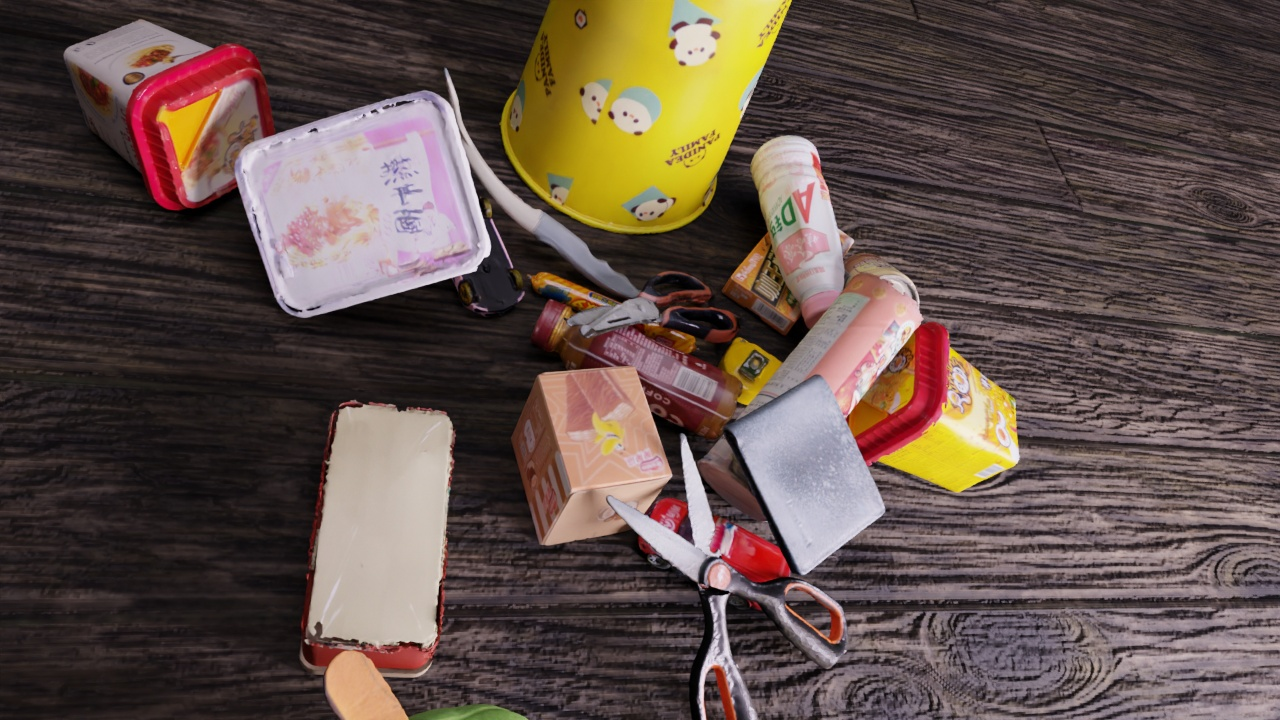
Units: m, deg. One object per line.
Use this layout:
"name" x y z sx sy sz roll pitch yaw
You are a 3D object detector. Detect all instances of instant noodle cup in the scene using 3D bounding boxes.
"instant noodle cup" -0.373 -0.200 0.726 0.124 0.117 0.116 30 50 16
"instant noodle cup" 0.256 0.048 0.803 0.123 0.116 0.116 28 50 -16
"instant noodle cup" -0.206 -0.118 0.706 0.173 0.060 0.138 -15 97 6

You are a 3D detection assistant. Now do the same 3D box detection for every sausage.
"sausage" -0.023 -0.041 0.804 0.165 0.022 0.021 22 51 -5

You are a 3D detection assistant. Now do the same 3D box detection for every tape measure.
"tape measure" 0.098 0.010 0.812 0.060 0.029 0.057 33 52 3

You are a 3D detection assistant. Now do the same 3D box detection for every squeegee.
"squeegee" -0.091 -0.130 0.797 0.039 0.246 0.246 -45 105 -1

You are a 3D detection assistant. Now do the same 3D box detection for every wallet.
"wallet" 0.122 0.082 0.673 0.097 0.019 0.121 -27 92 -29

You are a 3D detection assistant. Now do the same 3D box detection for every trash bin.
"trash bin" 0.011 -0.284 0.838 0.229 0.256 0.229 11 54 -15

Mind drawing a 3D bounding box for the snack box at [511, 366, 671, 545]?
"snack box" -0.039 0.070 0.673 0.077 0.093 0.094 -5 59 -25

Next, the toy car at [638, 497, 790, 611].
"toy car" 0.058 0.144 0.693 0.120 0.045 0.052 25 50 -1

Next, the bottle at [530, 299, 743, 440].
"bottle" -0.004 0.004 0.756 0.175 0.058 0.057 26 51 -3

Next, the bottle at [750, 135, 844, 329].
"bottle" 0.154 -0.120 0.870 0.068 0.068 0.196 3 60 -20

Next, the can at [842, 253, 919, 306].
"can" 0.219 -0.064 0.859 0.058 0.058 0.116 24 15 -5

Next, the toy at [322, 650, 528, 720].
"toy" -0.140 0.253 0.467 0.246 0.227 0.090 -16 20 -37

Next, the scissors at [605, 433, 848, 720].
"scissors" 0.061 0.171 0.633 0.220 0.022 0.224 21 73 -26

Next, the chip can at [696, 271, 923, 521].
"chip can" 0.138 0.026 0.742 0.071 0.071 0.214 39 74 7

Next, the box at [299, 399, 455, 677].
"box" -0.167 0.112 0.602 0.091 0.079 0.168 7 55 -16

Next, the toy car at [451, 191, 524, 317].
"toy car" -0.143 -0.092 0.784 0.056 0.037 0.122 -19 78 -28

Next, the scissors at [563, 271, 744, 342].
"scissors" 0.019 -0.034 0.766 0.194 0.015 0.205 25 28 -15

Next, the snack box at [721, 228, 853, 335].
"snack box" 0.148 -0.094 0.906 0.075 0.026 0.153 36 51 6
